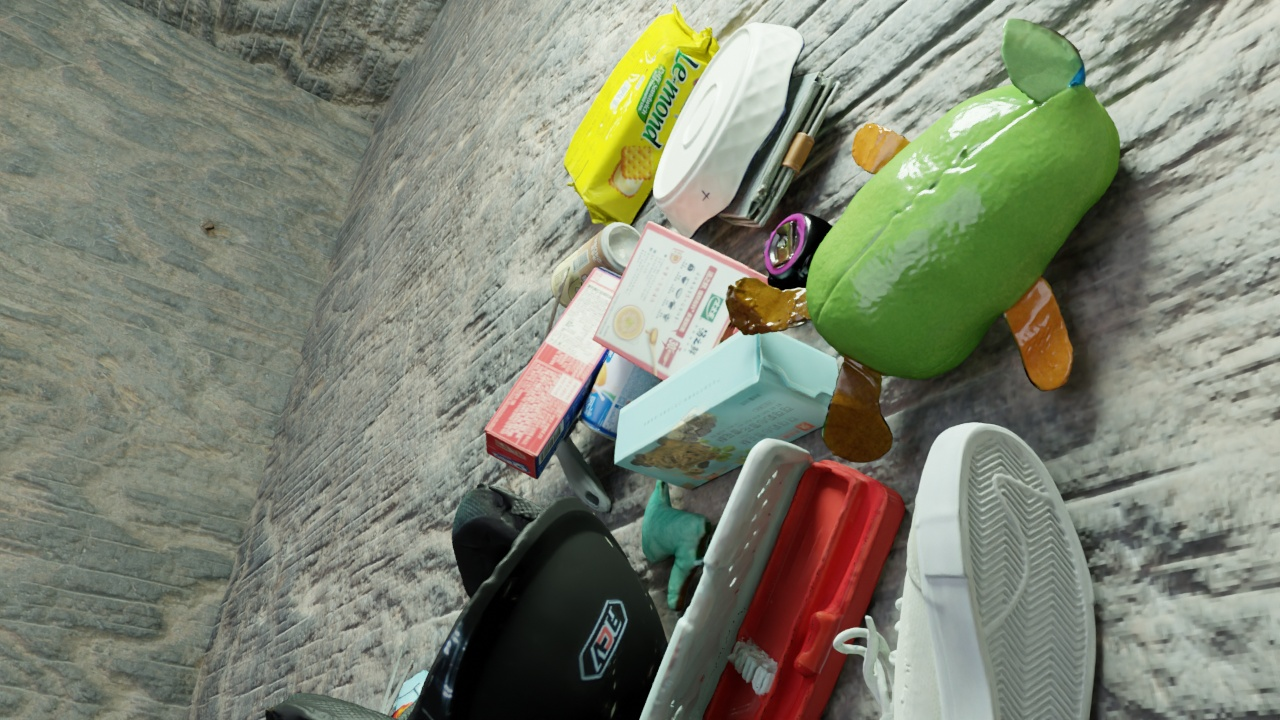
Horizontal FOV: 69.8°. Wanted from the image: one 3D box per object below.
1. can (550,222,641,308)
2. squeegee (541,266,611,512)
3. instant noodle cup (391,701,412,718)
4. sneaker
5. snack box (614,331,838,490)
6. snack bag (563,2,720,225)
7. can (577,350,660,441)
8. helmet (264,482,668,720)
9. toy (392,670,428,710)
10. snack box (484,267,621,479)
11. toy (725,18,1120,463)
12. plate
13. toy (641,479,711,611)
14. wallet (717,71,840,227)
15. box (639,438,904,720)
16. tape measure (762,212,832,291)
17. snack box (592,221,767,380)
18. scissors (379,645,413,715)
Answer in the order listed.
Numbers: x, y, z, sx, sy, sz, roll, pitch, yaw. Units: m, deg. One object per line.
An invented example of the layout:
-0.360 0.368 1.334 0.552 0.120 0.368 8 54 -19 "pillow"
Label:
-0.045 -0.098 0.980 0.117 0.058 0.058 -30 45 51 "can"
-0.084 0.067 0.920 0.249 0.040 0.248 56 133 50 "squeegee"
-0.216 0.435 0.881 0.194 0.065 0.193 -42 35 39 "instant noodle cup"
0.146 0.152 0.424 0.091 0.089 0.241 -26 54 58 "sneaker"
0.058 0.039 0.670 0.175 0.074 0.051 -35 41 47 "snack box"
-0.004 -0.274 1.031 0.247 0.068 0.158 -56 29 19 "snack bag"
-0.005 0.005 0.834 0.134 0.053 0.053 -64 27 7 "can"
-0.087 0.218 0.619 0.276 0.230 0.232 -52 0 45 "helmet"
-0.274 0.433 1.007 0.156 0.049 0.161 -56 24 17 "toy"
-0.067 0.008 0.858 0.207 0.058 0.057 -59 -11 -28 "snack box"
0.169 -0.064 0.530 0.247 0.090 0.226 -46 50 24 "toy"
0.071 -0.212 0.824 0.205 0.045 0.204 -58 15 26 "plate"
0.025 0.140 0.705 0.092 0.030 0.096 -7 70 62 "toy"
0.116 -0.173 0.770 0.130 0.037 0.106 -64 16 5 "wallet"
0.065 0.148 0.550 0.095 0.098 0.201 23 91 63 "box"
0.120 -0.081 0.687 0.057 0.039 0.057 -21 52 55 "tape measure"
0.040 -0.038 0.760 0.127 0.044 0.113 30 97 28 "snack box"
-0.273 0.384 0.941 0.164 0.012 0.162 -43 33 40 "scissors"
